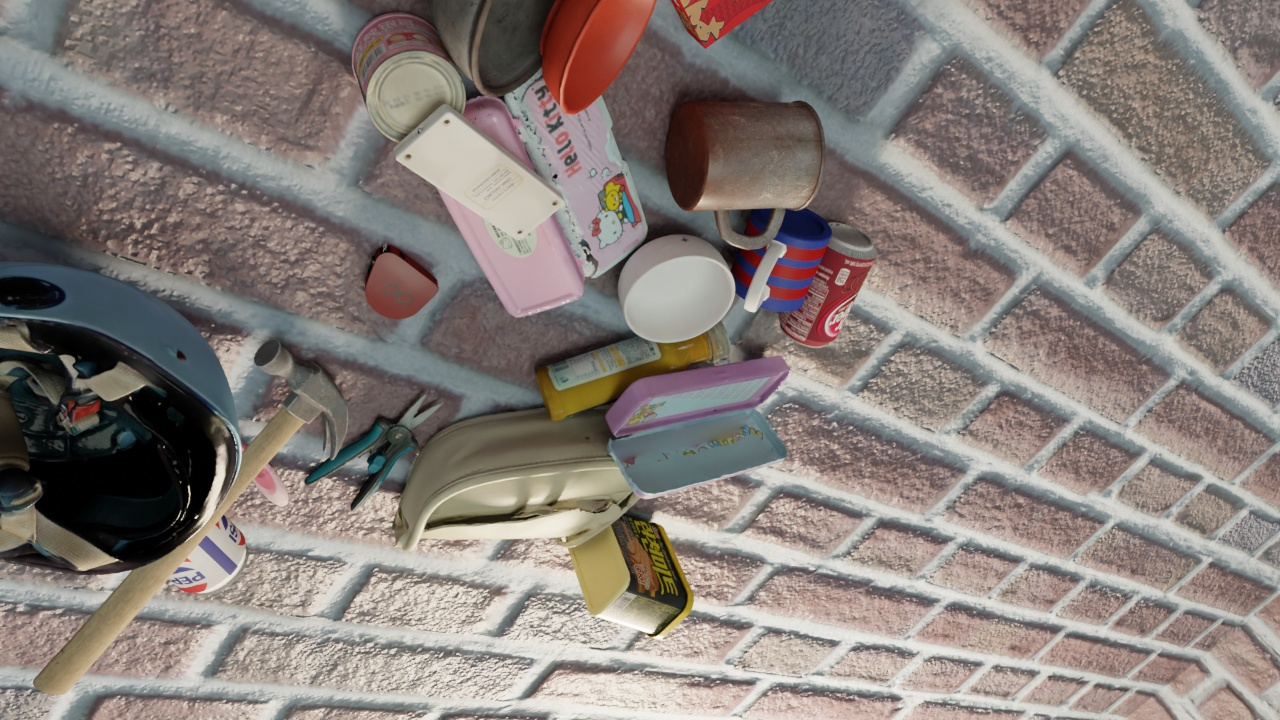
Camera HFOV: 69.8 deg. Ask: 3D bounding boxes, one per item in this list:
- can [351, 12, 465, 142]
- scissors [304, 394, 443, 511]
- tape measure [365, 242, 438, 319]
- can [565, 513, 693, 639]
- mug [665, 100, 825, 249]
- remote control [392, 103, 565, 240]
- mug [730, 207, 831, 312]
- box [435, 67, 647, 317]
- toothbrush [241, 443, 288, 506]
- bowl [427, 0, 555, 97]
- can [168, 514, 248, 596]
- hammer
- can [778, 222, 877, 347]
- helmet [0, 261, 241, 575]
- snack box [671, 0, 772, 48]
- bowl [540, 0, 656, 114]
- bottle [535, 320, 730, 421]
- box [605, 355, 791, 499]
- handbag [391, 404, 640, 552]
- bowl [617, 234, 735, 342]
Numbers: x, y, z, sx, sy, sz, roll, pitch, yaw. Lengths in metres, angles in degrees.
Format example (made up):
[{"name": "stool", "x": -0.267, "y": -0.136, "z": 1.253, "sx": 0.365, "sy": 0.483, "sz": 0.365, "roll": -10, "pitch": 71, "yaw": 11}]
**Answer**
[{"name": "can", "x": -0.159, "y": -0.194, "z": 0.628, "sx": 0.067, "sy": 0.076, "sz": 0.067, "roll": -13, "pitch": 132, "yaw": -15}, {"name": "scissors", "x": -0.251, "y": 0.088, "z": 0.865, "sx": 0.120, "sy": 0.019, "sz": 0.151, "roll": 2, "pitch": 122, "yaw": -22}, {"name": "tape measure", "x": -0.204, "y": -0.063, "z": 0.758, "sx": 0.051, "sy": 0.019, "sz": 0.059, "roll": -40, "pitch": 126, "yaw": 14}, {"name": "can", "x": -0.015, "y": 0.231, "z": 1.019, "sx": 0.101, "sy": 0.130, "sz": 0.073, "roll": 29, "pitch": 112, "yaw": -36}, {"name": "mug", "x": 0.083, "y": -0.152, "z": 0.759, "sx": 0.110, "sy": 0.096, "sz": 0.123, "roll": -3, "pitch": 106, "yaw": -15}, {"name": "remote control", "x": -0.112, "y": -0.131, "z": 0.657, "sx": 0.050, "sy": 0.011, "sz": 0.135, "roll": -35, "pitch": 147, "yaw": 16}, {"name": "mug", "x": 0.120, "y": -0.088, "z": 0.828, "sx": 0.075, "sy": 0.111, "sz": 0.076, "roll": 25, "pitch": 124, "yaw": 11}, {"name": "box", "x": -0.077, "y": -0.133, "z": 0.733, "sx": 0.155, "sy": 0.059, "sz": 0.201, "roll": -27, "pitch": 135, "yaw": -3}, {"name": "toothbrush", "x": -0.351, "y": 0.089, "z": 0.823, "sx": 0.021, "sy": 0.016, "sz": 0.135, "roll": -22, "pitch": 136, "yaw": -6}, {"name": "bowl", "x": -0.089, "y": -0.252, "z": 0.593, "sx": 0.067, "sy": 0.144, "sz": 0.145, "roll": 35, "pitch": 115, "yaw": 5}, {"name": "can", "x": -0.408, "y": 0.146, "z": 0.806, "sx": 0.070, "sy": 0.070, "sz": 0.132, "roll": -24, "pitch": 134, "yaw": -5}, {"name": "hammer", "x": -0.370, "y": 0.139, "z": 0.762, "sx": 0.330, "sy": 0.031, "sz": 0.119, "roll": -52, "pitch": 141, "yaw": -12}, {"name": "can", "x": 0.181, "y": -0.073, "z": 0.896, "sx": 0.063, "sy": 0.063, "sz": 0.114, "roll": 1, "pitch": 127, "yaw": -26}, {"name": "helmet", "x": -0.423, "y": 0.031, "z": 0.634, "sx": 0.265, "sy": 0.166, "sz": 0.226, "roll": 14, "pitch": 119, "yaw": -35}, {"name": "snack box", "x": 0.062, "y": -0.326, "z": 0.646, "sx": 0.133, "sy": 0.035, "sz": 0.152, "roll": -34, "pitch": 134, "yaw": 6}, {"name": "bowl", "x": -0.033, "y": -0.233, "z": 0.636, "sx": 0.035, "sy": 0.121, "sz": 0.122, "roll": 35, "pitch": 115, "yaw": 5}, {"name": "bottle", "x": -0.005, "y": 0.005, "z": 0.885, "sx": 0.186, "sy": 0.053, "sz": 0.053, "roll": -19, "pitch": 133, "yaw": -10}, {"name": "box", "x": 0.072, "y": 0.066, "z": 0.903, "sx": 0.213, "sy": 0.092, "sz": 0.090, "roll": -8, "pitch": 150, "yaw": -40}, {"name": "handbag", "x": -0.112, "y": 0.144, "z": 0.909, "sx": 0.228, "sy": 0.131, "sz": 0.184, "roll": 8, "pitch": 130, "yaw": -27}, {"name": "bowl", "x": 0.029, "y": -0.070, "z": 0.831, "sx": 0.105, "sy": 0.054, "sz": 0.105, "roll": -11, "pitch": 137, "yaw": -10}]
